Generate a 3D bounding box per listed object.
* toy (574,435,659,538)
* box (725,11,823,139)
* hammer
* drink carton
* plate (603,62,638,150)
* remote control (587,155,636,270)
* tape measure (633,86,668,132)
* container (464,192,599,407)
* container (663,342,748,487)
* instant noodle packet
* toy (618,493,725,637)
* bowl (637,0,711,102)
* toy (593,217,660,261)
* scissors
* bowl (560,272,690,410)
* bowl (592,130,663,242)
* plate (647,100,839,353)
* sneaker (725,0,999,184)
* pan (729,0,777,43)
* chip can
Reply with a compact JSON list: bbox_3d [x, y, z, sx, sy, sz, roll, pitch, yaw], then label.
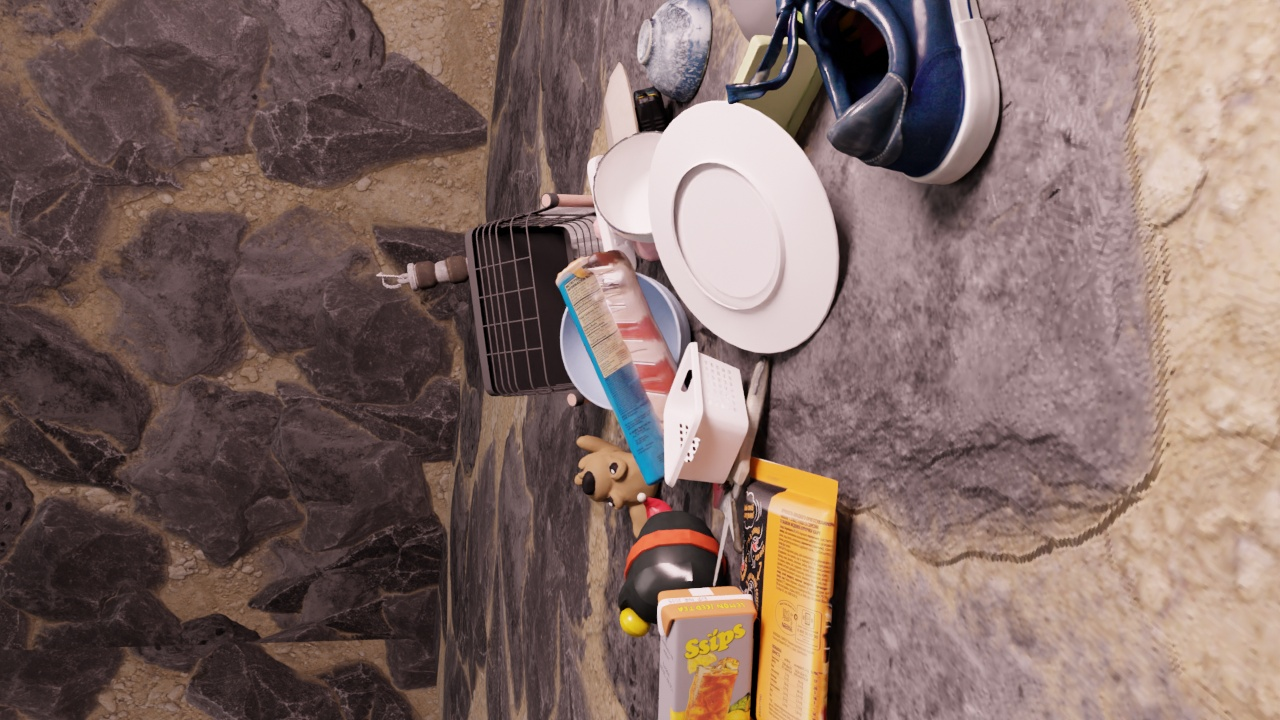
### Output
[{"bbox_3d":[-0.026,0.129,1.058,0.108,0.105,0.134,32,121,58],"label":"toy"},{"bbox_3d":[0.102,-0.198,0.764,0.130,0.064,0.189,-45,-13,-41],"label":"box"},{"bbox_3d":[-0.202,-0.136,1.281,0.176,0.326,0.080,-110,11,-52],"label":"hammer"},{"bbox_3d":[0.049,0.243,0.713,0.048,0.076,0.125,-141,51,-75],"label":"drink carton"},{"bbox_3d":[-0.023,-0.266,1.125,0.189,0.027,0.188,168,92,-86],"label":"plate"},{"bbox_3d":[-0.031,-0.157,1.001,0.013,0.043,0.136,-16,83,33],"label":"remote control"},{"bbox_3d":[0.011,-0.287,1.072,0.062,0.038,0.067,-93,-13,-55],"label":"tape measure"},{"bbox_3d":[-0.096,-0.069,1.103,0.130,0.162,0.241,-5,93,43],"label":"container"},{"bbox_3d":[0.056,0.050,0.797,0.129,0.049,0.081,-89,16,-61],"label":"container"},{"bbox_3d":[0.109,0.192,0.707,0.160,0.032,0.220,-178,92,-75],"label":"instant noodle packet"},{"bbox_3d":[0.032,0.190,0.859,0.119,0.097,0.100,-92,16,-47],"label":"toy"},{"bbox_3d":[0.031,-0.349,1.014,0.114,0.060,0.114,-176,91,-72],"label":"bowl"},{"bbox_3d":[-0.003,-0.167,1.038,0.053,0.105,0.108,3,-87,-69],"label":"toy"},{"bbox_3d":[0.083,0.085,0.793,0.198,0.015,0.179,-98,24,-69],"label":"scissors"},{"bbox_3d":[-0.005,-0.023,0.993,0.151,0.074,0.150,3,96,32],"label":"bowl"},{"bbox_3d":[0.013,-0.175,0.966,0.065,0.116,0.116,39,-132,-70],"label":"bowl"},{"bbox_3d":[0.072,-0.101,0.737,0.209,0.015,0.209,33,136,38],"label":"plate"},{"bbox_3d":[0.128,-0.244,0.587,0.121,0.127,0.294,126,146,-58],"label":"sneaker"},{"bbox_3d":[0.121,-0.443,0.806,0.216,0.024,0.354,-151,66,-71],"label":"pan"},{"bbox_3d":[-0.005,0.005,0.908,0.229,0.079,0.080,66,157,9],"label":"chip can"}]
